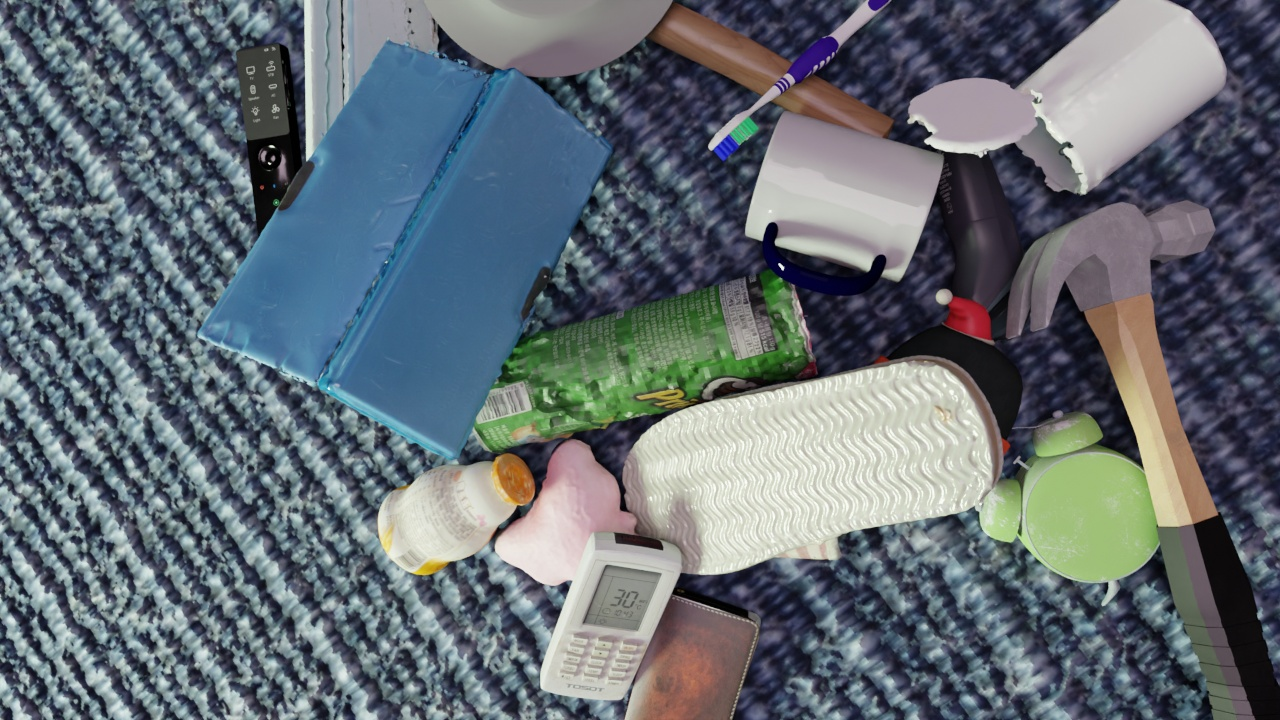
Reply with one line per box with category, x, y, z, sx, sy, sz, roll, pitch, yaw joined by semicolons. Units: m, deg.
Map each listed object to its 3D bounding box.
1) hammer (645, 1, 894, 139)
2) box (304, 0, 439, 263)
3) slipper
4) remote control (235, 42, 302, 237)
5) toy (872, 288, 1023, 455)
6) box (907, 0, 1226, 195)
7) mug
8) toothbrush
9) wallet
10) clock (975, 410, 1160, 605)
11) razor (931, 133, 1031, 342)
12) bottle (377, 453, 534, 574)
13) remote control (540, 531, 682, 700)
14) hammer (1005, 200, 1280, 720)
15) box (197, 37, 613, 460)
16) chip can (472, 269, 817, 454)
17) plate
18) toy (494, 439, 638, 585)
hammer;0.012;-0.219;0.588;0.328;0.052;0.098;28;97;4
box;-0.178;-0.163;0.622;0.096;0.086;0.199;-2;94;-20
slipper;0.089;0.065;0.531;0.264;0.052;0.115;-25;84;47
remote control;-0.261;-0.148;0.653;0.034;0.013;0.150;-6;92;10
toy;0.176;0.026;0.540;0.097;0.099;0.119;36;99;8
box;0.238;-0.148;0.520;0.160;0.118;0.084;-41;48;11
mug;0.116;-0.086;0.546;0.097;0.079;0.111;18;59;9
toothbrush;0.110;-0.187;0.559;0.186;0.015;0.016;-44;93;-9
wallet;0.031;0.220;0.617;0.072;0.019;0.123;16;96;9
clock;0.264;0.086;0.557;0.119;0.042;0.094;37;97;7
razor;0.204;-0.081;0.561;0.052;0.047;0.143;-14;88;-14
bottle;-0.121;0.098;0.607;0.109;0.063;0.063;-28;88;25
remote control;-0.021;0.167;0.592;0.060;0.025;0.139;12;119;-14
hammer;0.299;0.073;0.510;0.131;0.039;0.328;-14;84;-17
box;-0.132;-0.078;0.549;0.173;0.066;0.231;27;72;-9
chip can;-0.005;0.002;0.586;0.223;0.075;0.075;-15;90;11
plate;-0.057;-0.266;0.561;0.178;0.012;0.178;0;96;4
toy;-0.040;0.112;0.608;0.093;0.050;0.102;32;107;5
